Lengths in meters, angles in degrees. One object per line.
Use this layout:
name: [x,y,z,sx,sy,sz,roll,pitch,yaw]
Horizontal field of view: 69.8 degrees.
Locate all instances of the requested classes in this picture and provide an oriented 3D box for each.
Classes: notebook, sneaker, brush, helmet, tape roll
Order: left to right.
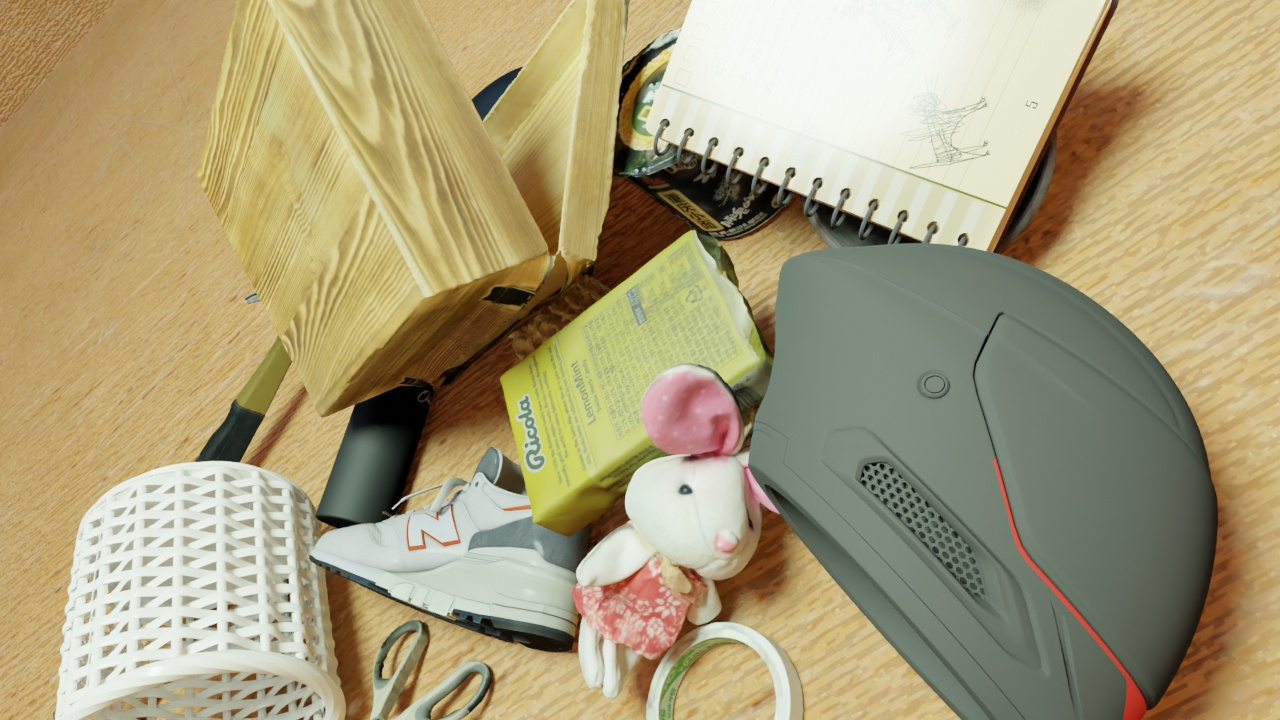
sneaker: [-0.127,0.124,0.668,0.240,0.089,0.124,8,65,32]
brush: [-0.004,0.003,0.653,0.271,0.056,0.083,32,89,45]
tape roll: [0.046,0.198,0.522,0.094,0.018,0.093,-20,53,29]
notebook: [0.123,-0.164,0.528,0.225,0.024,0.167,27,104,22]
helmet: [0.155,0.042,0.427,0.170,0.164,0.264,-40,59,-5]

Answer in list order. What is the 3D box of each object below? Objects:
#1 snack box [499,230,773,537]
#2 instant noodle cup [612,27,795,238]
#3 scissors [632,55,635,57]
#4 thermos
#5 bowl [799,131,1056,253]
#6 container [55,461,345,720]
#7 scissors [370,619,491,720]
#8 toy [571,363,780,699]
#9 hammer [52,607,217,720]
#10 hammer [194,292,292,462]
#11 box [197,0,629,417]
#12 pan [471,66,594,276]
snack box: [-0.003,0.013,0.576,0.181,0.045,0.121,-37,49,20]
instant noodle cup: [0.049,-0.161,0.673,0.138,0.112,0.137,-21,52,29]
scissors: [-0.002,-0.196,0.803,0.179,0.015,0.195,-46,44,7]
thermos: [-0.214,0.034,0.801,0.061,0.061,0.230,-5,62,37]
bowl: [0.174,-0.121,0.558,0.145,0.067,0.145,2,95,26]
container: [-0.334,0.207,0.703,0.189,0.189,0.186,-39,45,13]
scissors: [-0.175,0.250,0.644,0.158,0.012,0.168,-23,36,10]
toy: [0.023,0.102,0.521,0.194,0.159,0.084,-52,26,9]
hammer: [-0.431,0.261,0.854,0.158,0.037,0.300,33,87,45]
hammer: [-0.398,0.069,0.906,0.025,0.117,0.333,35,94,47]
box: [-0.138,-0.117,0.692,0.280,0.262,0.269,-30,85,53]
pan: [-0.112,-0.167,0.863,0.199,0.021,0.356,-45,43,8]
